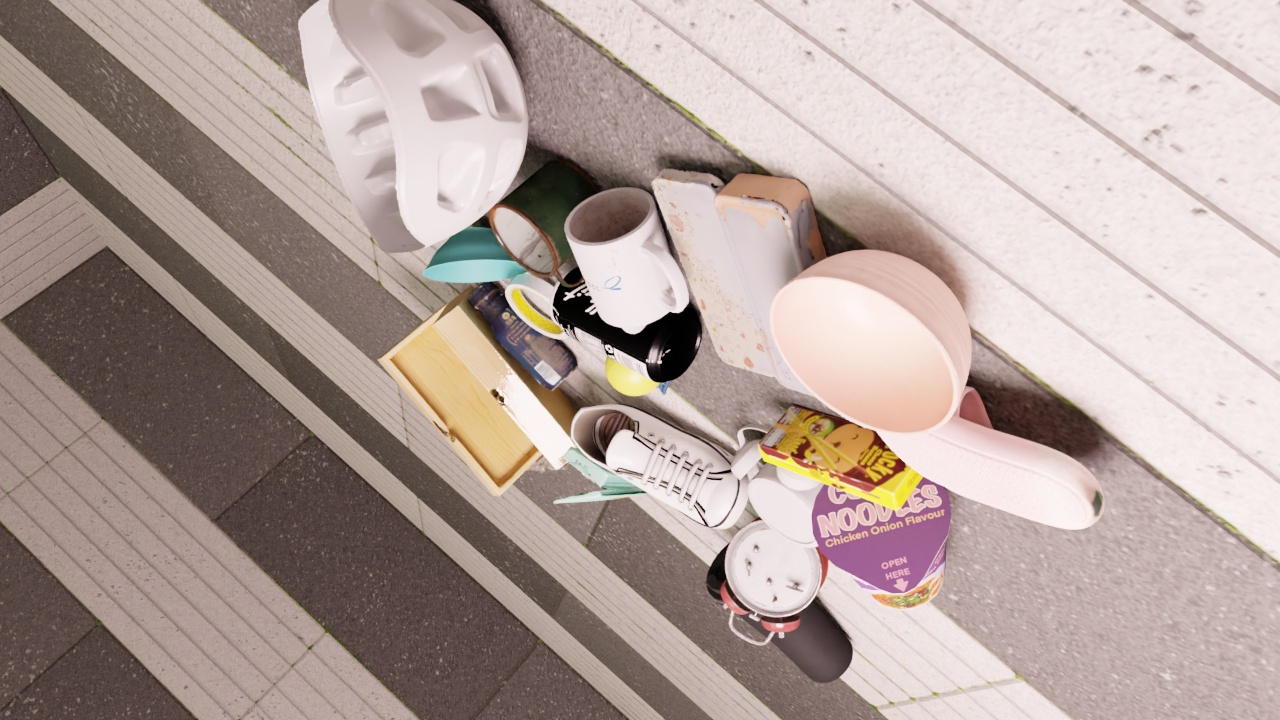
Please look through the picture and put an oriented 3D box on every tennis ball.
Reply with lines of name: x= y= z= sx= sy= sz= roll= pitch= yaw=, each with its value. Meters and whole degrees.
tennis ball: x=-0.006 y=0.006 z=0.996 sx=0.065 sy=0.065 sz=0.065 roll=34 pitch=153 yaw=20

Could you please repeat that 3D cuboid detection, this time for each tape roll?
tape roll: x=-0.118 y=-0.064 z=1.096 sx=0.094 sy=0.019 sz=0.094 roll=28 pitch=154 yaw=15

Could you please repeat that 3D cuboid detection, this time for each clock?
clock: x=0.157 y=0.126 z=0.957 sx=0.120 sy=0.061 sz=0.159 roll=1 pitch=127 yaw=55
clock: x=0.147 y=0.251 z=1.045 sx=0.110 sy=0.157 sz=0.061 roll=24 pitch=-170 yaw=19

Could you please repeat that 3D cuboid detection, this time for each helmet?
helmet: x=-0.219 y=-0.211 z=0.825 sx=0.283 sy=0.183 sz=0.224 roll=-8 pitch=101 yaw=48

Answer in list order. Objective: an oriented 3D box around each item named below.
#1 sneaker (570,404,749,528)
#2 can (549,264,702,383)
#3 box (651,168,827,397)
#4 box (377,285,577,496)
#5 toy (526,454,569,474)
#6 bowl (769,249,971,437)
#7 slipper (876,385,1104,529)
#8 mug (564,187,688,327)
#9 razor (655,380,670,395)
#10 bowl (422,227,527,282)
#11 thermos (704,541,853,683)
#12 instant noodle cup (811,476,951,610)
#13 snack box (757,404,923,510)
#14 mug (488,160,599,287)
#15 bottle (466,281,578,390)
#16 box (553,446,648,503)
sneaker: x=0.011 y=0.113 z=1.068 sx=0.245 sy=0.091 sz=0.097 roll=30 pitch=-171 yaw=37
can: x=-0.016 y=-0.039 z=0.923 sx=0.146 sy=0.080 sz=0.080 roll=28 pitch=151 yaw=31
box: x=0.096 y=-0.063 z=0.778 sx=0.151 sy=0.043 sz=0.216 roll=24 pitch=149 yaw=44
box: x=-0.199 y=0.037 z=1.232 sx=0.185 sy=0.141 sz=0.248 roll=-29 pitch=106 yaw=29
toy: x=-0.162 y=0.106 z=1.379 sx=0.133 sy=0.076 sz=0.176 roll=31 pitch=144 yaw=25
bowl: x=0.177 y=-0.024 z=0.669 sx=0.153 sy=0.076 sz=0.153 roll=33 pitch=152 yaw=20
slipper: x=0.255 y=0.065 z=0.713 sx=0.222 sy=0.055 sz=0.107 roll=28 pitch=159 yaw=51
mug: x=-0.002 y=-0.086 z=0.822 sx=0.120 sy=0.083 sz=0.096 roll=31 pitch=153 yaw=42
razor: x=-0.025 y=-0.009 z=1.056 sx=0.141 sy=0.018 sz=0.044 roll=38 pitch=155 yaw=12
bowl: x=-0.191 y=-0.125 z=1.062 sx=0.121 sy=0.121 sz=0.046 roll=-15 pitch=78 yaw=61
thermos: x=0.183 y=0.319 z=1.170 sx=0.218 sy=0.105 sz=0.106 roll=48 pitch=155 yaw=-22
instant noodle cup: x=0.235 y=0.178 z=0.853 sx=0.122 sy=0.122 sz=0.136 roll=57 pitch=-162 yaw=-47
snack box: x=0.185 y=0.086 z=0.844 sx=0.149 sy=0.061 sz=0.026 roll=17 pitch=143 yaw=43
mug: x=-0.079 y=-0.127 z=0.881 sx=0.085 sy=0.081 sz=0.111 roll=5 pitch=135 yaw=54
bottle: x=-0.150 y=-0.033 z=1.159 sx=0.161 sy=0.056 sz=0.056 roll=46 pitch=155 yaw=-4
box: x=-0.049 y=0.169 z=1.201 sx=0.077 sy=0.080 sz=0.188 roll=32 pitch=-176 yaw=20
